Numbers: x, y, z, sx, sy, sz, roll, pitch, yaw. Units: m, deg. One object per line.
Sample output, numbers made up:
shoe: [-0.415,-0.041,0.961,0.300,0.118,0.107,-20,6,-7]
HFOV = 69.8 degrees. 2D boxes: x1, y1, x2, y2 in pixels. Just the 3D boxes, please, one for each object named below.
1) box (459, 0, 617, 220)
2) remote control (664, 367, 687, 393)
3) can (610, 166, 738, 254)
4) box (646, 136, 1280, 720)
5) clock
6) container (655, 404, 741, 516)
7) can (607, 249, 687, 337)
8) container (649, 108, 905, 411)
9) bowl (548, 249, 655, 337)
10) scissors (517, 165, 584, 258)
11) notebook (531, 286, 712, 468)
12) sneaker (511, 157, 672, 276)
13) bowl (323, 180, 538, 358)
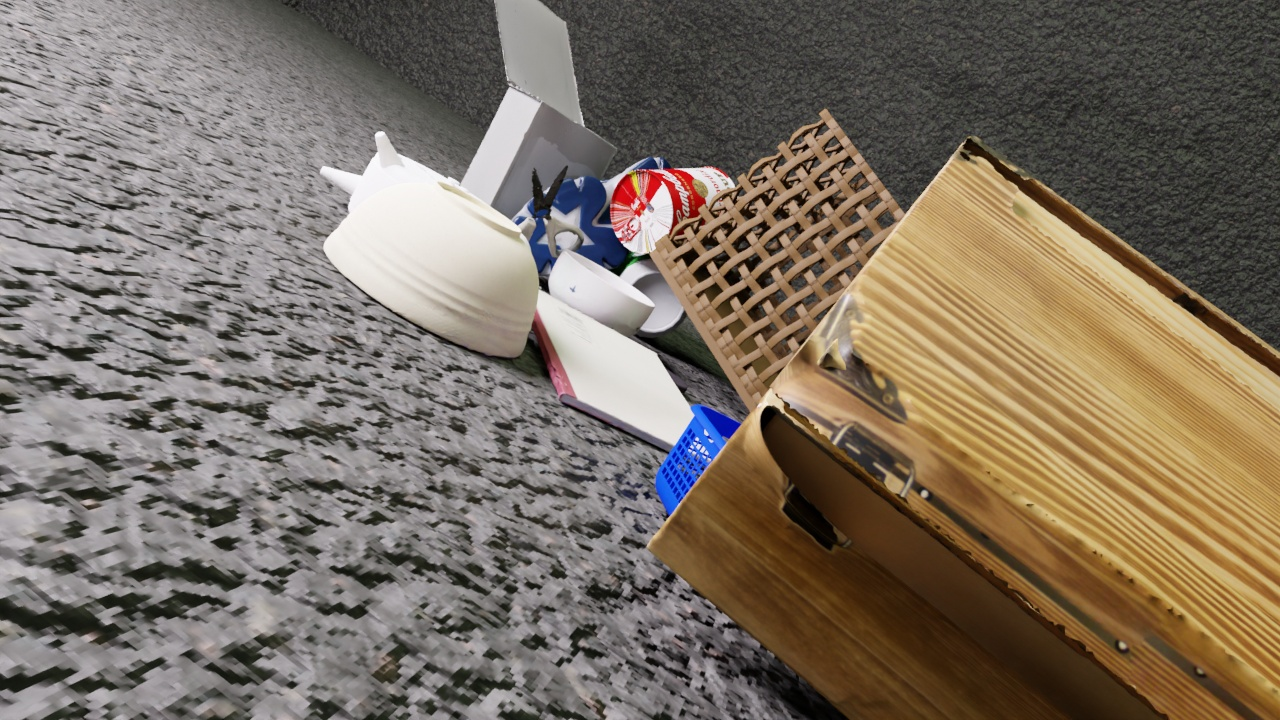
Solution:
box: [-0.100,-0.362,1.077,0.119,0.478,0.166,8,-3,29]
remote control: [-0.005,0.005,0.818,0.124,0.009,0.046,22,14,-44]
can: [0.038,-0.162,0.981,0.086,0.087,0.116,38,33,30]
box: [0.183,0.072,0.399,0.279,0.168,0.244,40,38,8]
clock: [-0.167,-0.124,0.758,0.160,0.073,0.125,21,15,-48]
container: [0.067,0.083,0.514,0.114,0.058,0.096,29,11,-21]
can: [0.002,-0.084,1.045,0.087,0.088,0.140,29,10,-19]
container: [0.191,-0.062,0.936,0.251,0.214,0.219,59,18,16]
bowl: [-0.043,-0.058,0.883,0.105,0.054,0.105,32,8,-5]
scissors: [-0.086,-0.129,0.843,0.154,0.163,0.012,6,59,-50]
notebook: [-0.019,0.008,0.713,0.153,0.012,0.208,28,15,-26]
sneaker: [-0.073,-0.150,1.025,0.133,0.103,0.268,-9,16,42]
bowl: [-0.128,-0.073,0.626,0.150,0.075,0.150,32,10,-7]
